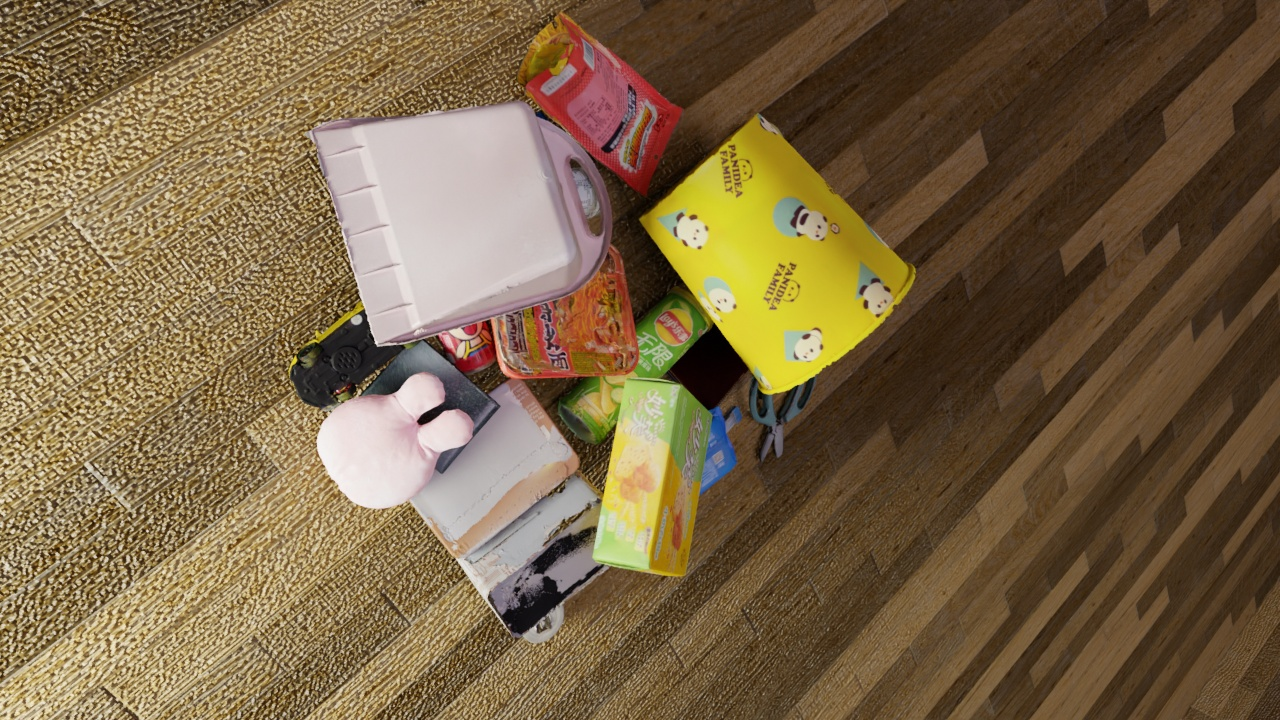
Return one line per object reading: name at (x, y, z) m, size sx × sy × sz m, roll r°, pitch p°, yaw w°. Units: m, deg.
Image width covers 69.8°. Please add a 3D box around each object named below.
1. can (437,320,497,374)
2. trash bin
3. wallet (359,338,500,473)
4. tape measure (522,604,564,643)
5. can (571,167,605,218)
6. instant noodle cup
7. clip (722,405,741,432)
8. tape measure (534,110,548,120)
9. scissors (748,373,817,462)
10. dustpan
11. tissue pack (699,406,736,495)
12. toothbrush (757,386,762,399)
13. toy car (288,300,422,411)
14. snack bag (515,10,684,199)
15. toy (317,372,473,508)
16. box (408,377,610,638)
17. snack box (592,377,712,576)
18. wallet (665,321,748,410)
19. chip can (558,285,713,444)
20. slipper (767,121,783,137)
can at (-0.200, -0.054, 0.981) m, size 0.053 × 0.053 × 0.133 m, roll -32°, pitch 119°, yaw -25°
trash bin at (0.149, -0.130, 1.072) m, size 0.229 × 0.230 × 0.255 m, roll -44°, pitch 99°, yaw -18°
wallet at (-0.225, 0.046, 0.973) m, size 0.121 × 0.019 × 0.097 m, roll 41°, pitch 85°, yaw -4°
tape measure at (-0.128, 0.316, 1.144) m, size 0.065 × 0.034 × 0.066 m, roll -25°, pitch 115°, yaw -26°
can at (-0.112, -0.177, 1.008) m, size 0.146 × 0.058 × 0.058 m, roll -15°, pitch 110°, yaw -32°
instant noodle cup at (-0.096, -0.055, 1.013) m, size 0.188 × 0.079 × 0.164 m, roll 0°, pitch 76°, yaw -38°
clip at (0.118, 0.086, 1.269) m, size 0.056 × 0.030 × 0.025 m, roll -39°, pitch 124°, yaw -33°
tape measure at (-0.116, -0.237, 1.010) m, size 0.054 × 0.025 × 0.058 m, roll -41°, pitch 118°, yaw -18°
scissors at (0.210, 0.057, 1.317) m, size 0.178 × 0.019 × 0.173 m, roll -36°, pitch 128°, yaw -31°
dustpan at (-0.162, -0.144, 0.932) m, size 0.273 × 0.139 × 0.222 m, roll -14°, pitch 89°, yaw -4°
tissue pack at (0.057, 0.135, 1.213) m, size 0.157 × 0.052 × 0.095 m, roll -35°, pitch 122°, yaw -20°
toothbrush at (0.152, -0.028, 1.264) m, size 0.012 × 0.017 × 0.186 m, roll -29°, pitch 119°, yaw -29°
toy car at (-0.289, -0.017, 0.935) m, size 0.155 × 0.041 × 0.071 m, roll -42°, pitch 123°, yaw -10°
snack bag at (-0.038, -0.285, 1.033) m, size 0.207 × 0.073 × 0.128 m, roll 31°, pitch 72°, yaw -41°
toy at (-0.249, 0.082, 0.935) m, size 0.159 × 0.054 × 0.121 m, roll -31°, pitch 107°, yaw 10°
box at (-0.139, 0.173, 1.040) m, size 0.178 × 0.124 × 0.274 m, roll -37°, pitch 120°, yaw -17°
snack box at (0.019, 0.140, 1.067) m, size 0.157 × 0.070 × 0.209 m, roll 41°, pitch 58°, yaw -66°
wallet at (0.087, 0.006, 1.223) m, size 0.096 × 0.020 × 0.122 m, roll -49°, pitch 126°, yaw -9°
chip can at (-0.007, 0.007, 1.123) m, size 0.221 × 0.073 × 0.072 m, roll -46°, pitch 124°, yaw -17°
slipper at (0.179, -0.216, 1.192) m, size 0.091 × 0.082 × 0.191 m, roll -32°, pitch 121°, yaw -28°
